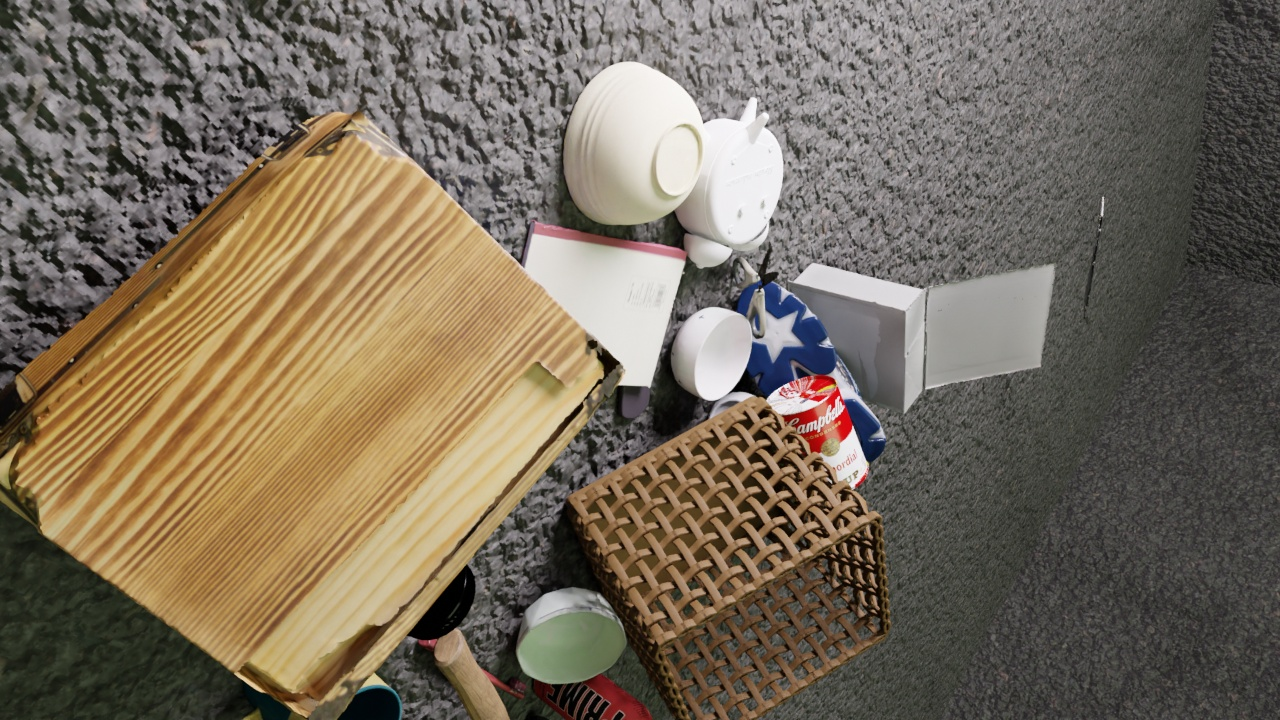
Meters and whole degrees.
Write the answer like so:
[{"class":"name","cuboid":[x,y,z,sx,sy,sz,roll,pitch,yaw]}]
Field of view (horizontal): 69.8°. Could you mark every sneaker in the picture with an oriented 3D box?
[{"class":"sneaker","cuboid":[0.206,0.005,1.143,0.269,0.103,0.132,53,18,-16]}]

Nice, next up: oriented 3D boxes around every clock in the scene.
[{"class":"clock","cuboid":[0.098,-0.181,0.956,0.125,0.073,0.161,-27,128,-40]}]

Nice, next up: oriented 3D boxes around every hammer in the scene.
[{"class":"hammer","cuboid":[-0.148,0.363,0.912,0.306,0.040,0.132,78,20,-44]}]

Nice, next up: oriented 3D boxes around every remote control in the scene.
[{"class":"remote control","cuboid":[-0.006,0.006,0.981,0.046,0.009,0.125,-22,125,-43]}]

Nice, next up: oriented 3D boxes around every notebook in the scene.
[{"class":"notebook","cuboid":[-0.042,-0.048,0.896,0.208,0.012,0.153,3,106,-47]}]

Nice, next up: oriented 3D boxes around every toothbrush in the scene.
[{"class":"toothbrush","cuboid":[-0.167,0.315,0.943,0.190,0.016,0.016,54,50,-48]}]

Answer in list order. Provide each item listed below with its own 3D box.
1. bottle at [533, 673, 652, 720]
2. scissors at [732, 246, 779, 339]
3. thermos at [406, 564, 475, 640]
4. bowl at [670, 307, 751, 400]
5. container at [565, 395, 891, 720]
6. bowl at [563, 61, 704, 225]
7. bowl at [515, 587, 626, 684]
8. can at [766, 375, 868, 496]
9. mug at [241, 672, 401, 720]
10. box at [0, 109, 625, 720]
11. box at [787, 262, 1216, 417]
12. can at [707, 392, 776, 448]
[{"class":"bottle","cuboid":[-0.038,0.386,1.004,0.062,0.177,0.062,-27,128,-41]},{"class":"scissors","cuboid":[0.129,-0.075,0.997,0.012,0.163,0.154,-15,116,-9]},{"class":"thermos","cuboid":[-0.207,0.166,0.757,0.086,0.086,0.199,-52,141,-19]},{"class":"bowl","cuboid":[0.074,-0.011,1.034,0.104,0.054,0.105,-30,131,-40]},{"class":"container","cuboid":[0.095,0.223,0.986,0.251,0.214,0.220,-28,132,-12]},{"class":"bowl","cuboid":[0.008,-0.191,0.840,0.150,0.075,0.151,-26,128,-40]},{"class":"bowl","cuboid":[-0.077,0.285,0.984,0.117,0.061,0.118,-6,126,-9]},{"class":"can","cuboid":[0.204,0.088,1.058,0.086,0.087,0.116,-37,112,-34]},{"class":"mug","cuboid":[-0.267,0.278,0.726,0.113,0.107,0.083,-34,134,-36]},{"class":"box","cuboid":[-0.200,0.024,0.562,0.278,0.168,0.245,-48,113,-14]},{"class":"box","cuboid":[0.425,-0.026,1.138,0.118,0.479,0.167,-67,154,-47]},{"class":"can","cuboid":[0.150,0.089,1.150,0.139,0.088,0.088,13,98,-53]}]
